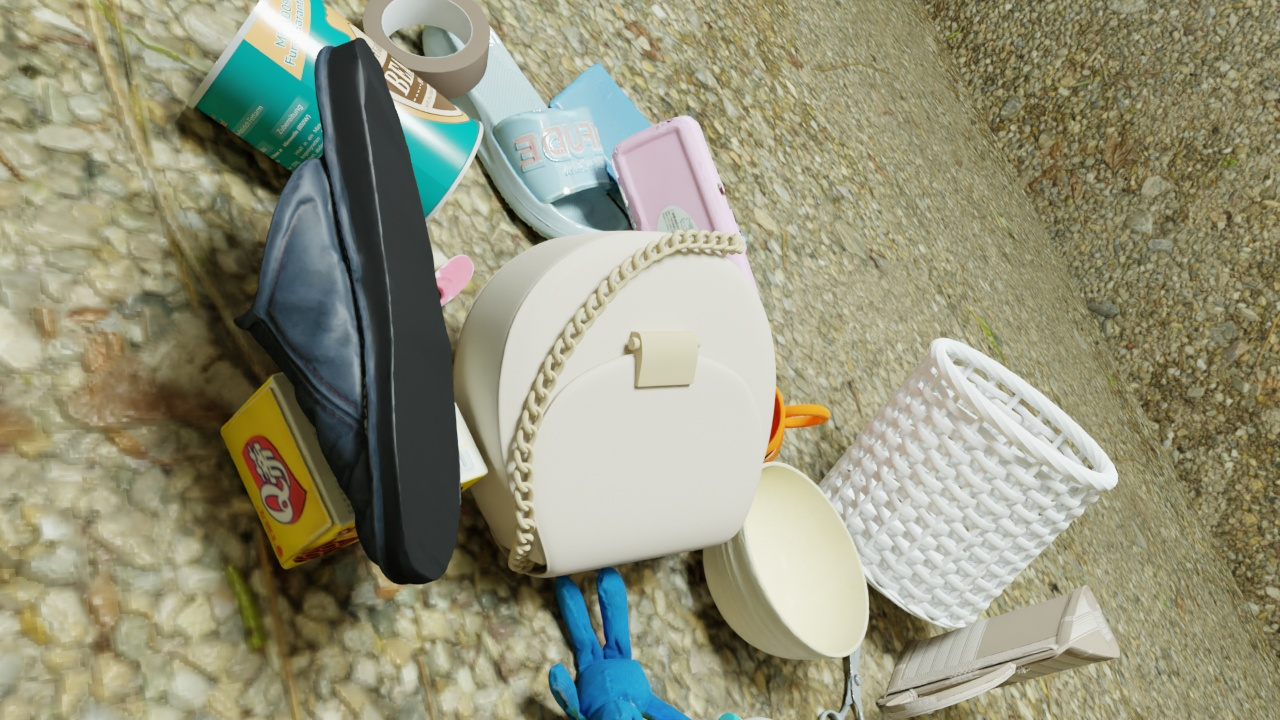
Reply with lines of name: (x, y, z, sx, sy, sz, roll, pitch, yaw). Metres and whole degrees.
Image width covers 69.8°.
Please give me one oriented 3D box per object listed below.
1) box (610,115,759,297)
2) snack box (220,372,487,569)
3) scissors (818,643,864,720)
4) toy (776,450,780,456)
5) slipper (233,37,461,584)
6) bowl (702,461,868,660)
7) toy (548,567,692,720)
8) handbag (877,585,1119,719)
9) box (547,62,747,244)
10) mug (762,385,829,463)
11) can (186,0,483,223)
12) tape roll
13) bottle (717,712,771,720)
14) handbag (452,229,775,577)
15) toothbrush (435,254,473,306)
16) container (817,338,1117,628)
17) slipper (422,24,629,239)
box: (0.039, -0.091, 0.768, 0.101, 0.111, 0.201, -27, 98, -67)
snack box: (-0.150, 0.049, 0.488, 0.105, 0.061, 0.083, -15, 75, -55)
scissors: (0.185, 0.285, 0.767, 0.131, 0.014, 0.152, 56, 37, -1)
toy: (0.093, 0.051, 0.816, 0.103, 0.046, 0.084, 48, 48, -6)
slipper: (-0.145, -0.022, 0.439, 0.109, 0.083, 0.265, 79, -1, -78)
bowl: (0.100, 0.161, 0.703, 0.150, 0.076, 0.150, 32, 41, -34)
toy: (-0.022, 0.201, 0.524, 0.176, 0.112, 0.071, -110, -173, -54)
handbag: (0.272, 0.257, 0.758, 0.197, 0.176, 0.062, 1, 63, -49)
box: (0.018, -0.192, 0.907, 0.232, 0.060, 0.174, 47, 34, -14)
mug: (0.092, 0.047, 0.723, 0.096, 0.113, 0.077, 55, 30, -75)
can: (-0.186, -0.154, 0.572, 0.144, 0.099, 0.099, 35, 39, -29)
tape roll: (-0.162, -0.243, 0.698, 0.093, 0.030, 0.093, 6, 61, -11)
bottle: (0.102, 0.285, 0.633, 0.136, 0.044, 0.044, 43, 36, -21)
handbag: (-0.014, 0.023, 0.585, 0.210, 0.103, 0.208, -2, 96, -37)
toothbrush: (-0.141, -0.040, 0.613, 0.021, 0.016, 0.134, 48, 35, -14)
container: (0.285, 0.109, 0.830, 0.189, 0.187, 0.189, 28, 23, -14)
slipper: (-0.088, -0.194, 0.755, 0.245, 0.074, 0.103, 56, 34, 0)
